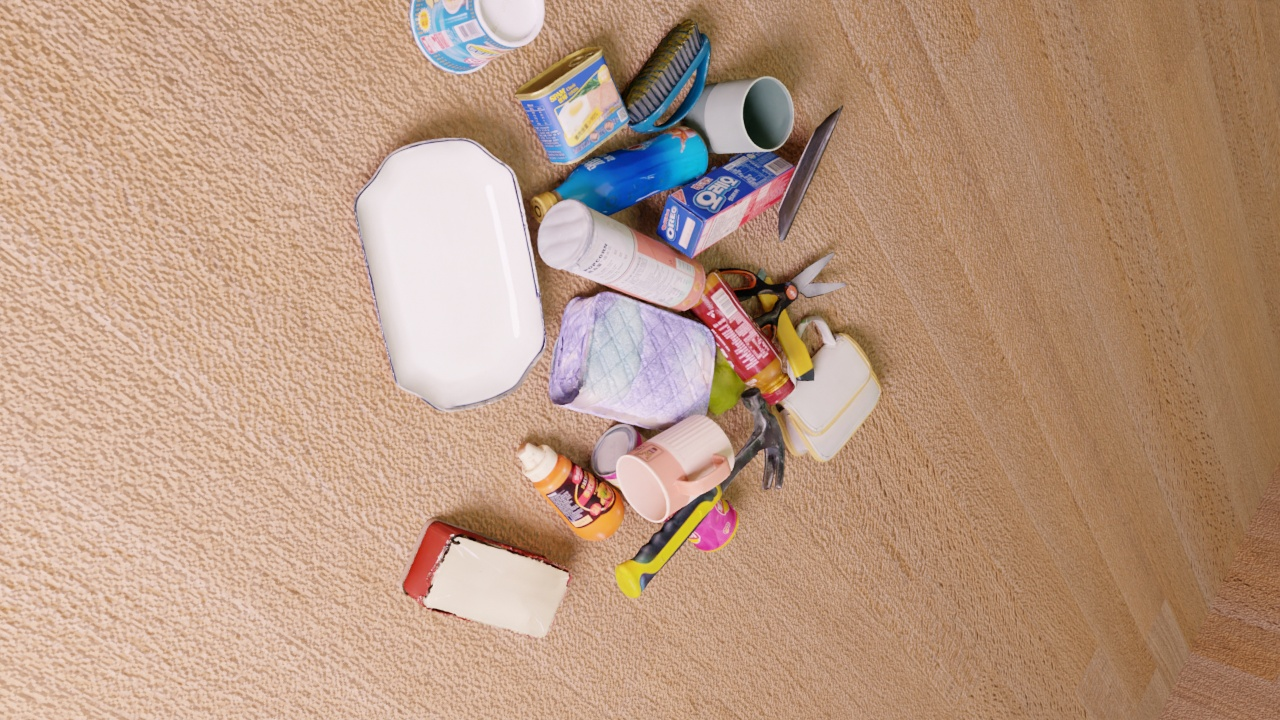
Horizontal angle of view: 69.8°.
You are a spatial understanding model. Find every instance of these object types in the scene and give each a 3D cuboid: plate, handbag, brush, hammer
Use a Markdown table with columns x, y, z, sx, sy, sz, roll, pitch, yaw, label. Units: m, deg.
| x | y | z | sx | sy | sz | roll | pitch | yaw | label |
| --- | --- | --- | --- | --- | --- | --- | --- | --- | --- |
| -0.184 | -0.082 | 0.899 | 0.161 | 0.034 | 0.266 | -17 | 110 | -21 | plate |
| -0.006 | 0.006 | 1.043 | 0.193 | 0.076 | 0.134 | 18 | 75 | -37 | handbag |
| 0.249 | 0.030 | 1.267 | 0.163 | 0.063 | 0.179 | -44 | 118 | -25 | handbag |
| 0.034 | -0.310 | 1.027 | 0.073 | 0.055 | 0.143 | 43 | 72 | -35 | brush |
| 0.204 | -0.233 | 1.137 | 0.024 | 0.179 | 0.179 | 23 | 90 | 6 | plate |
| 0.080 | 0.165 | 1.083 | 0.322 | 0.032 | 0.126 | -40 | 113 | -40 | hammer |

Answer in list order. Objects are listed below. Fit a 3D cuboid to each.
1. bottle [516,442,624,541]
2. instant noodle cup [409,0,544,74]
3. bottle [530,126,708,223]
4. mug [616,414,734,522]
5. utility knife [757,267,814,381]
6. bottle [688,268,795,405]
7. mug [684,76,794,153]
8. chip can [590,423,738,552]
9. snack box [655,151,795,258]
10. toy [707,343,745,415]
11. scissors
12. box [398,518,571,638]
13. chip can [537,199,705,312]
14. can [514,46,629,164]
| x | y | z | sx | sy | sz | roll | pitch | yaw | label |
| --- | --- | --- | --- | --- | --- | --- | --- | --- | --- |
| -0.083 | 0.141 | 1.027 | 0.149 | 0.067 | 0.066 | 46 | 70 | -28 | bottle |
| -0.147 | -0.320 | 0.848 | 0.099 | 0.110 | 0.099 | -9 | 105 | -36 | instant noodle cup |
| -0.022 | -0.197 | 0.999 | 0.218 | 0.065 | 0.065 | -28 | 115 | -32 | bottle |
| 0.048 | 0.117 | 0.995 | 0.105 | 0.115 | 0.082 | -29 | 108 | -32 | mug |
| 0.189 | -0.045 | 1.211 | 0.033 | 0.015 | 0.168 | -30 | 100 | -24 | utility knife |
| 0.120 | -0.026 | 1.103 | 0.057 | 0.058 | 0.175 | -40 | 97 | -26 | bottle |
| 0.121 | -0.281 | 1.068 | 0.111 | 0.106 | 0.082 | 2 | 96 | -38 | mug |
| 0.032 | 0.157 | 1.109 | 0.210 | 0.071 | 0.071 | 41 | 73 | -36 | chip can |
| 0.101 | -0.188 | 1.063 | 0.206 | 0.057 | 0.058 | -37 | 157 | -43 | snack box |
| 0.109 | 0.021 | 1.169 | 0.096 | 0.031 | 0.100 | -2 | 97 | -35 | toy |
| 0.175 | -0.091 | 1.184 | 0.198 | 0.022 | 0.226 | 40 | 68 | -21 | scissors |
| -0.158 | 0.237 | 0.972 | 0.168 | 0.077 | 0.091 | 29 | 80 | -38 | box |
| -0.013 | -0.107 | 0.991 | 0.214 | 0.071 | 0.071 | 16 | 88 | -52 | chip can |
| -0.068 | -0.264 | 0.956 | 0.101 | 0.057 | 0.083 | -42 | 124 | -24 | can |
